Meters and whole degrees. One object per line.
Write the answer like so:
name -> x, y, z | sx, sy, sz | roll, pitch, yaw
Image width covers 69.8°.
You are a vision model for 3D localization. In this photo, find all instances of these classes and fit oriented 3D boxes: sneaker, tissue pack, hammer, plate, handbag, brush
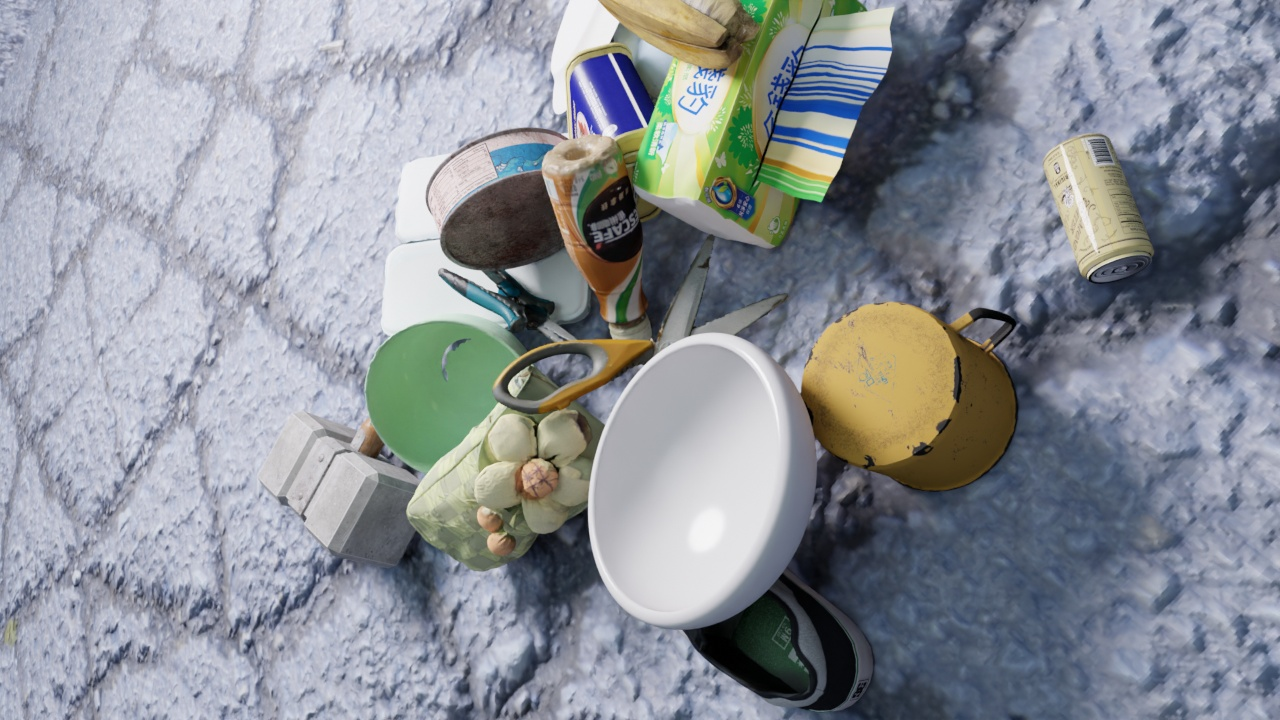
sneaker -> 0.039, 0.149, 0.615 | 0.235, 0.079, 0.084 | 29, 97, 41
tissue pack -> 0.099, -0.180, 0.640 | 0.141, 0.120, 0.198 | 22, 98, 44
hammer -> -0.227, 0.018, 0.880 | 0.163, 0.083, 0.317 | 26, 87, 40
plate -> -0.043, -0.307, 0.794 | 0.189, 0.016, 0.188 | -51, 28, 41
handbag -> -0.098, 0.100, 0.708 | 0.187, 0.113, 0.116 | -45, 15, 19
brush -> 0.014, -0.244, 0.626 | 0.043, 0.059, 0.195 | -49, 43, 6

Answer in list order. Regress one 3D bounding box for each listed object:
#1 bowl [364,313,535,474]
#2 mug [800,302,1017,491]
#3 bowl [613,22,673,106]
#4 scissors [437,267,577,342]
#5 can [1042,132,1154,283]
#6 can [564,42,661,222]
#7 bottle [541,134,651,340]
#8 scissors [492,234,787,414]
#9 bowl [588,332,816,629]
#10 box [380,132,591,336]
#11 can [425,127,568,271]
bowl -> -0.151, 0.022, 0.785 | 0.151, 0.151, 0.076 | -43, 13, 22
mug -> 0.165, 0.014, 0.541 | 0.124, 0.094, 0.100 | -47, 53, 19
bowl -> 0.033, -0.280, 0.745 | 0.151, 0.074, 0.150 | -12, 71, 36
scissors -> -0.107, -0.052, 0.770 | 0.143, 0.126, 0.019 | -101, 16, -47
can -> 0.263, -0.087, 0.528 | 0.038, 0.038, 0.079 | -23, 64, 32
can -> -0.018, -0.176, 0.736 | 0.056, 0.116, 0.092 | -17, 62, -11
bottle -> -0.025, -0.083, 0.691 | 0.059, 0.167, 0.059 | -11, 34, 7
scissors -> -0.001, 0.005, 0.655 | 0.217, 0.016, 0.225 | 13, 74, 6
bowl -> 0.045, 0.075, 0.559 | 0.177, 0.066, 0.176 | -27, 53, 44
box -> -0.137, -0.114, 0.832 | 0.209, 0.037, 0.189 | -3, 77, 19
can -> -0.103, -0.126, 0.736 | 0.130, 0.129, 0.044 | -34, 66, 27
